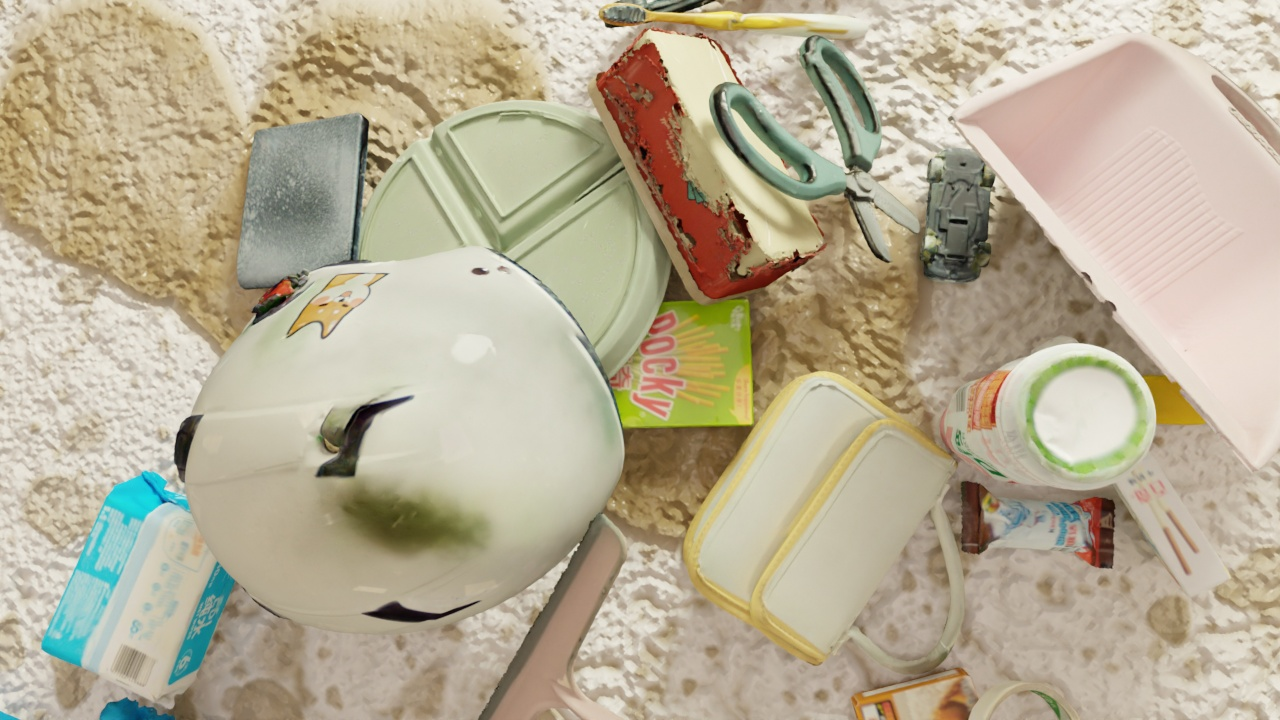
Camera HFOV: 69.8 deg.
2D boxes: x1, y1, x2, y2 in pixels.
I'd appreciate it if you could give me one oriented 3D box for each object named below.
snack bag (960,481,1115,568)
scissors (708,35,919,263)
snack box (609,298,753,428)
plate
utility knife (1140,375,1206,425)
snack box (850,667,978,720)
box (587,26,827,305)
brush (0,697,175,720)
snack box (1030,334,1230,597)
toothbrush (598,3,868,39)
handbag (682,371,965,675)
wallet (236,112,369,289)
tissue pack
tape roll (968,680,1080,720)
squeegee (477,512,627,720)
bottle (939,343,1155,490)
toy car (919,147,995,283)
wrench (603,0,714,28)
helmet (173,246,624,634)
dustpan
[{"bbox_3d":[0.248,0.103,0.573,0.104,0.026,0.048,11,74,-13],"label":"snack bag"},{"bbox_3d":[0.118,-0.150,0.587,0.170,0.019,0.180,28,53,-21],"label":"scissors"},{"bbox_3d":[-0.004,0.004,0.616,0.156,0.026,0.085,-1,83,6],"label":"snack box"},{"bbox_3d":[-0.093,-0.072,0.613,0.230,0.027,0.230,-3,78,15],"label":"plate"},{"bbox_3d":[0.409,0.024,0.578,0.209,0.015,0.033,-1,83,8],"label":"utility knife"},{"bbox_3d":[0.190,0.277,0.571,0.075,0.026,0.153,-16,83,4],"label":"snack box"},{"bbox_3d":[0.047,-0.128,0.581,0.076,0.091,0.168,-33,80,40],"label":"box"},{"bbox_3d":[-0.367,0.264,0.610,0.314,0.060,0.110,33,111,7],"label":"brush"},{"bbox_3d":[0.289,0.057,0.552,0.027,0.084,0.156,-33,82,19],"label":"snack box"},{"bbox_3d":[0.066,-0.224,0.607,0.191,0.018,0.016,-2,111,-15],"label":"toothbrush"},{"bbox_3d":[0.134,0.113,0.579,0.179,0.063,0.163,34,90,4],"label":"handbag"},{"bbox_3d":[-0.235,-0.110,0.642,0.097,0.019,0.120,-2,81,21],"label":"wallet"},{"bbox_3d":[-0.326,0.153,0.615,0.090,0.063,0.140,22,89,4],"label":"tissue pack"},{"bbox_3d":[0.235,0.240,0.557,0.085,0.014,0.085,5,75,-21],"label":"tape roll"},{"bbox_3d":[0.035,0.234,0.556,0.249,0.040,0.248,24,119,-8],"label":"squeegee"},{"bbox_3d":[0.208,0.035,0.506,0.068,0.197,0.068,-1,83,5],"label":"bottle"},{"bbox_3d":[0.207,-0.094,0.602,0.043,0.034,0.090,5,83,9],"label":"toy car"},{"bbox_3d":[0.105,-0.270,0.625,0.273,0.056,0.016,-17,102,-1],"label":"wrench"},{"bbox_3d":[-0.152,0.065,0.521,0.274,0.156,0.230,-12,110,16],"label":"helmet"},{"bbox_3d":[0.307,-0.097,0.510,0.139,0.272,0.222,-41,84,25],"label":"dustpan"}]
